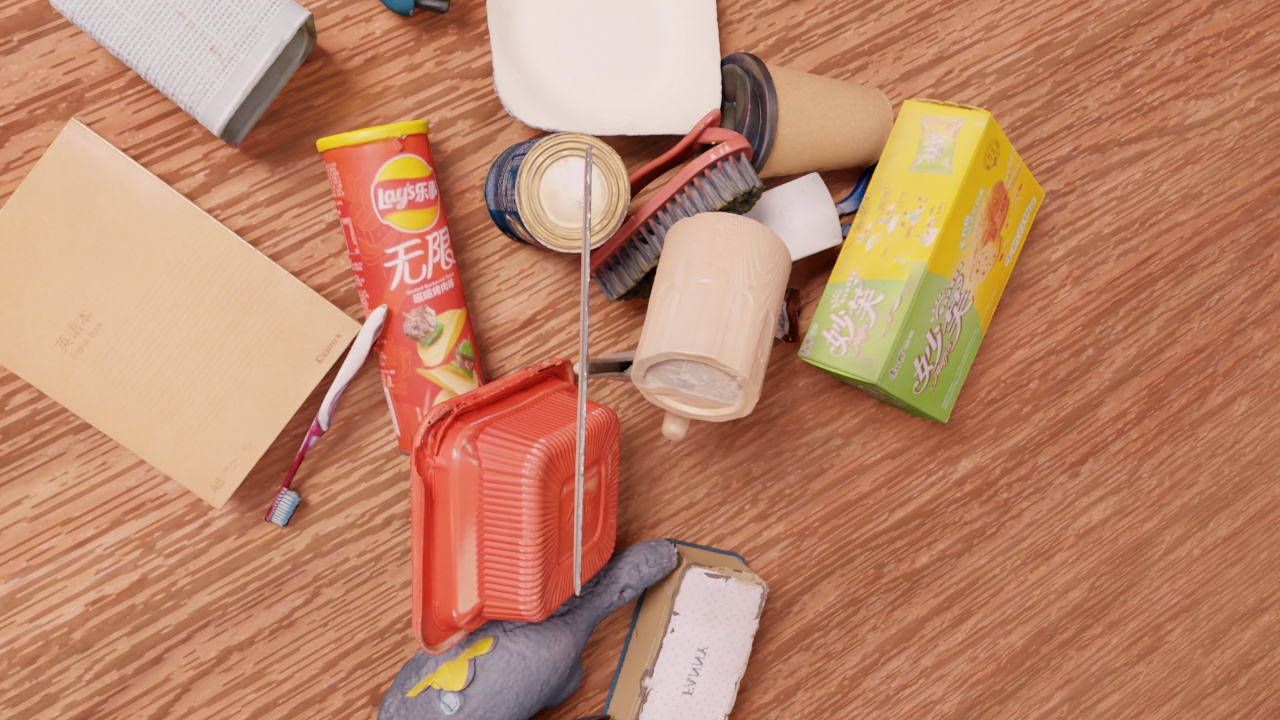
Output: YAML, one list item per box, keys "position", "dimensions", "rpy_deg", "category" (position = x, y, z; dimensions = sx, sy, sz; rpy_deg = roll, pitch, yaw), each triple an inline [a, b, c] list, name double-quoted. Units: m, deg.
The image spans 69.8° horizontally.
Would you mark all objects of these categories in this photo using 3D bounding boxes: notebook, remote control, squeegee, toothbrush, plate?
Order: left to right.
- position: [-0.305, -0.025, 0.573]
  dimensions: [0.211, 0.012, 0.149]
  rpy_deg: [38, 88, -10]
  category: "notebook"
- position: [-0.206, 0.041, 0.605]
  dimensions: [0.017, 0.016, 0.188]
  rpy_deg: [31, 110, -8]
  category: "toothbrush"
- position: [-0.026, -0.230, 0.629]
  dimensions: [0.163, 0.034, 0.164]
  rpy_deg: [-2, 86, -19]
  category: "plate"
- position: [-0.004, 0.004, 0.620]
  dimensions: [0.039, 0.246, 0.246]
  rpy_deg: [2, 92, 21]
  category: "squeegee"
- position: [0.079, -0.089, 0.679]
  dimensions: [0.135, 0.019, 0.056]
  rpy_deg: [-21, 90, 11]
  category: "remote control"

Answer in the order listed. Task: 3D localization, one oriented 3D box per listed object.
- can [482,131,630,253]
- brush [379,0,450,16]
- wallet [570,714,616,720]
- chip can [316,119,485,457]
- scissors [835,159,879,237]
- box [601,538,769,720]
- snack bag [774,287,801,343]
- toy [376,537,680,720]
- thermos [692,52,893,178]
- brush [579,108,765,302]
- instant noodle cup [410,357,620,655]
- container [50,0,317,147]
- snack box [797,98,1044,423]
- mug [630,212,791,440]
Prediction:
- position: [-0.058, -0.112, 0.611]
  dimensions: [0.075, 0.111, 0.075]
  rpy_deg: [-4, 101, -19]
  category: "can"
- position: [-0.156, -0.291, 0.574]
  dimensions: [0.073, 0.055, 0.144]
  rpy_deg: [-6, 102, -19]
  category: "brush"
- position: [-0.078, 0.324, 0.698]
  dimensions: [0.096, 0.020, 0.122]
  rpy_deg: [11, 115, -50]
  category: "wallet"
- position: [-0.153, -0.046, 0.611]
  dimensions: [0.073, 0.073, 0.217]
  rpy_deg: [-14, 104, -17]
  category: "chip can"
- position: [0.161, -0.105, 0.743]
  dimensions: [0.169, 0.012, 0.147]
  rpy_deg: [-45, 110, -6]
  category: "scissors"
- position: [0.037, 0.230, 0.737]
  dimensions: [0.089, 0.059, 0.184]
  rpy_deg: [19, 91, -22]
  category: "box"
- position: [0.080, -0.038, 0.718]
  dimensions: [0.105, 0.026, 0.045]
  rpy_deg: [3, 81, -20]
  category: "snack bag"
- position: [-0.114, 0.251, 0.671]
  dimensions: [0.356, 0.091, 0.138]
  rpy_deg: [-49, 123, -3]
  category: "toy"
- position: [0.111, -0.174, 0.676]
  dimensions: [0.143, 0.093, 0.093]
  rpy_deg: [-4, 101, -27]
  category: "thermos"
- position: [0.019, -0.105, 0.632]
  dimensions: [0.063, 0.146, 0.069]
  rpy_deg: [-12, 67, -53]
  category: "brush"
- position: [-0.073, 0.093, 0.606]
  dimensions: [0.079, 0.188, 0.165]
  rpy_deg: [9, 107, 24]
  category: "instant noodle cup"
- position: [-0.264, -0.198, 0.538]
  dimensions: [0.111, 0.090, 0.090]
  rpy_deg: [37, 86, -18]
  category: "container"
- position: [0.221, -0.069, 0.706]
  dimensions: [0.157, 0.070, 0.210]
  rpy_deg: [21, 92, -51]
  category: "snack box"
- position: [0.040, -0.016, 0.586]
  dimensions: [0.084, 0.125, 0.103]
  rpy_deg: [17, 60, -1]
  category: "mug"
